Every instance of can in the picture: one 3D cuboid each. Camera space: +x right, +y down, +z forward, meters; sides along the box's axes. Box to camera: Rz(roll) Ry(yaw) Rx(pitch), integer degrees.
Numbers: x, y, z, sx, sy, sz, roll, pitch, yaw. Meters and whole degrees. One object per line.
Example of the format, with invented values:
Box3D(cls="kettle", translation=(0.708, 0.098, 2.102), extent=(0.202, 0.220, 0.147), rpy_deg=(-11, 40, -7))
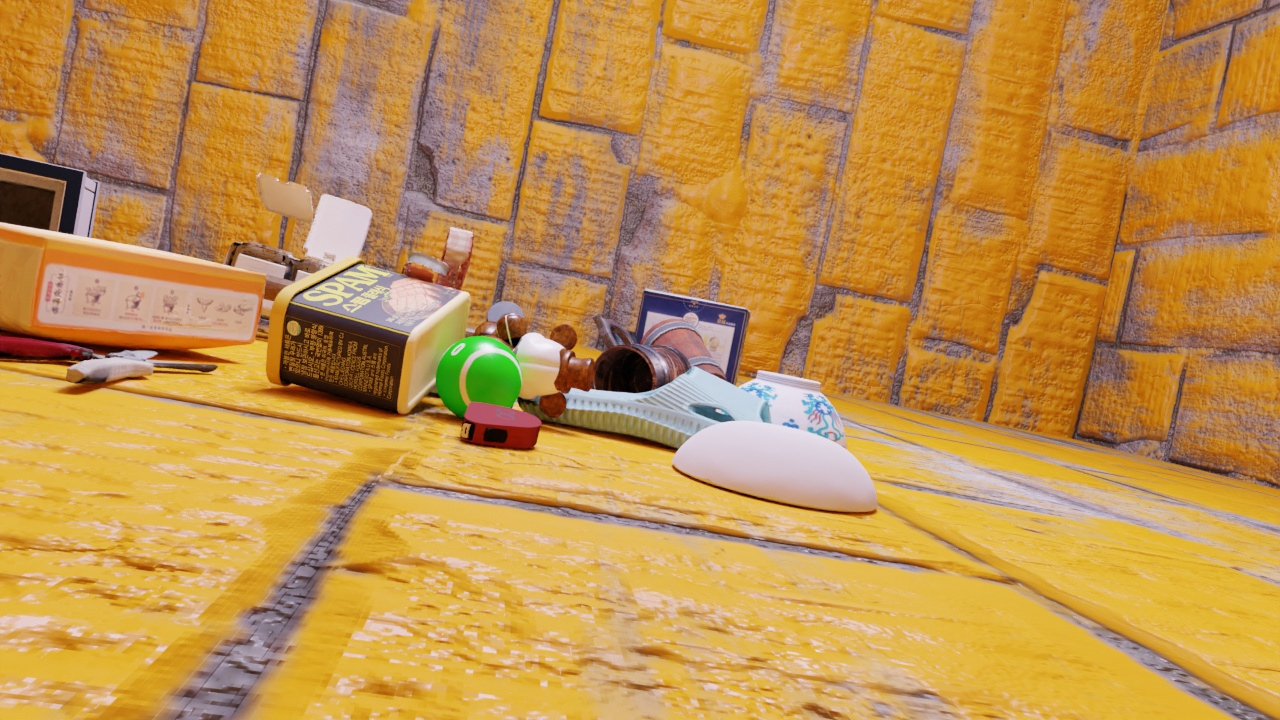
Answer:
Box3D(cls="can", translation=(-0.203, -0.021, 0.706), extent=(0.104, 0.075, 0.135), rpy_deg=(15, 21, 4))

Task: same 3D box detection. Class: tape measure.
Box3D(cls="tape measure", translation=(-0.094, 0.047, 0.623), extent=(0.051, 0.019, 0.059), rpy_deg=(13, 9, -7))

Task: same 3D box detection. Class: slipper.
Box3D(cls="slipper", translation=(0.029, 0.040, 0.801), extent=(0.276, 0.069, 0.116), rpy_deg=(11, 5, 5))

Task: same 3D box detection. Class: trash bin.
Box3D(cls="trash bin", translation=(-0.700, -0.150, 1.017), extent=(0.142, 0.142, 0.247), rpy_deg=(10, 3, -28))

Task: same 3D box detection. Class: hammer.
Box3D(cls="hammer", translation=(-0.287, -0.049, 1.023), extent=(0.322, 0.040, 0.130), rpy_deg=(14, -30, -1))

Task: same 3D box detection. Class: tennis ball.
Box3D(cls="tennis ball", translation=(-0.123, 0.014, 0.700), extent=(0.065, 0.065, 0.065), rpy_deg=(11, 2, -1))

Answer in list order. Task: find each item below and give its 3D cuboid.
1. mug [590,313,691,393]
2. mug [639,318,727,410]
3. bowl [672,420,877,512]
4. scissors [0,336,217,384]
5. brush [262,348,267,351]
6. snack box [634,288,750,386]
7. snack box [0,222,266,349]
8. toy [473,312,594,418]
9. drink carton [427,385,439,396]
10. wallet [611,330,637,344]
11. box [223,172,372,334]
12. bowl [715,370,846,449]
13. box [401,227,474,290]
Box3D(cls="mug", translation=(-0.006, 0.006, 0.977), extent=(0.080, 0.115, 0.107), rpy_deg=(-30, -12, 19))
Box3D(cls="mug", translation=(0.064, 0.020, 1.122), extent=(0.117, 0.081, 0.111), rpy_deg=(42, 10, -40))
Box3D(cls="bowl", translation=(0.100, 0.070, 0.666), extent=(0.149, 0.043, 0.149), rpy_deg=(11, 2, -1))
Box3D(cls="scissors", translation=(-0.352, 0.000, 0.584), extent=(0.198, 0.015, 0.180), rpy_deg=(10, 1, -44))
Box3D(cls="brush", translation=(-0.269, -0.034, 0.812), extent=(0.126, 0.017, 0.048), rpy_deg=(-31, -11, 16))
Box3D(cls="snack box", translation=(0.061, -0.010, 1.203), extent=(0.144, 0.145, 0.042), rpy_deg=(12, 2, 14))
Box3D(cls="snack box", translation=(-0.426, -0.054, 0.723), extent=(0.145, 0.080, 0.195), rpy_deg=(13, 3, 23))
Box3D(cls="toy", translation=(-0.094, 0.006, 0.758), extent=(0.113, 0.087, 0.067), rpy_deg=(7, -8, 9))
Box3D(cls="drink carton", translation=(-0.196, 0.008, 0.830), extent=(0.130, 0.040, 0.064), rpy_deg=(10, 2, -24))
Box3D(cls="wallet", translation=(-0.017, 0.007, 1.138), extent=(0.026, 0.089, 0.115), rpy_deg=(-7, 1, 9))
Box3D(cls="box", translation=(-0.401, -0.113, 1.076), extent=(0.143, 0.180, 0.080), rpy_deg=(18, 0, -12))
Box3D(cls="bowl", translation=(0.144, 0.053, 0.930), extent=(0.144, 0.074, 0.144), rpy_deg=(11, 2, -1))
Box3D(cls="box", translation=(-0.191, -0.057, 0.829), extent=(0.067, 0.056, 0.188), rpy_deg=(-7, -21, -23))
